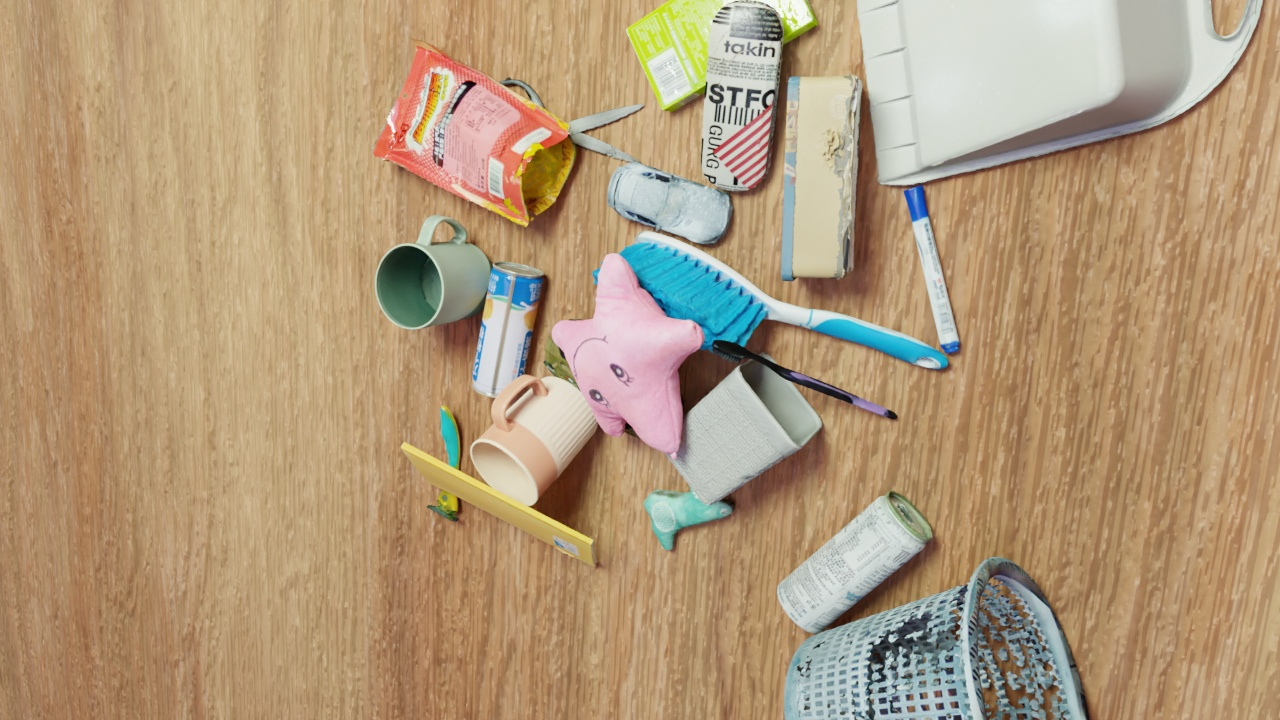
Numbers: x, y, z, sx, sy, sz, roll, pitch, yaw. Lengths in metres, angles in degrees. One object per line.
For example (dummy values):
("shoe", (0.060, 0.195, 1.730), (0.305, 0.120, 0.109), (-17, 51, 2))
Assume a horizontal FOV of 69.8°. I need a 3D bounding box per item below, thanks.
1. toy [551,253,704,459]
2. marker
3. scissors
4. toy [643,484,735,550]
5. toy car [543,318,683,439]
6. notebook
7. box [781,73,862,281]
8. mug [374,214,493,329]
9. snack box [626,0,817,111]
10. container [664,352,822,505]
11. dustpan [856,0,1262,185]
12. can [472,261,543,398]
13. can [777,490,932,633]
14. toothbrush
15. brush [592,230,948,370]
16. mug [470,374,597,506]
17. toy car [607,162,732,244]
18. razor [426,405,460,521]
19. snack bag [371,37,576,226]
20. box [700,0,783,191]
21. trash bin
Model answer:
("toy", (-0.005, 0.005, 0.818), (0.178, 0.074, 0.195), (60, 144, 9))
("marker", (0.252, -0.078, 0.791), (0.017, 0.016, 0.146), (-13, 94, 24))
("scissors", (-0.082, -0.228, 0.911), (0.178, 0.014, 0.159), (-37, 86, 23))
("toy", (0.046, 0.139, 0.909), (0.092, 0.030, 0.096), (-17, 106, 21))
("toy car", (-0.027, 0.020, 0.916), (0.158, 0.042, 0.070), (36, 111, 11))
("notebook", (-0.138, 0.149, 0.924), (0.206, 0.146, 0.010), (26, 71, 8))
("box", (0.154, -0.147, 0.781), (0.060, 0.089, 0.184), (5, 100, 16))
("mug", (-0.202, -0.092, 0.933), (0.082, 0.106, 0.112), (16, 105, 21))
("snack box", (0.071, -0.299, 0.823), (0.157, 0.026, 0.086), (-26, 89, 25))
("container", (0.089, 0.066, 0.849), (0.115, 0.090, 0.090), (-41, 82, 27))
("dustpan", (0.324, -0.272, 0.729), (0.258, 0.142, 0.223), (-1, 100, 53))
("can", (-0.138, -0.031, 0.945), (0.053, 0.053, 0.135), (19, 106, 19))
("can", (0.194, 0.186, 0.840), (0.058, 0.058, 0.147), (46, 113, 10))
("toothbrush", (0.145, 0.020, 0.809), (0.189, 0.014, 0.017), (21, 139, -14))
("brush", (0.111, -0.040, 0.826), (0.315, 0.109, 0.061), (30, 147, 21))
("mug", (-0.106, 0.066, 0.899), (0.082, 0.105, 0.115), (14, 135, 34))
("toy car", (0.027, -0.148, 0.864), (0.121, 0.036, 0.054), (22, 107, 16))
("razor", (-0.214, 0.112, 1.017), (0.043, 0.028, 0.133), (19, 112, 43))
("snack bag", (-0.170, -0.223, 0.908), (0.208, 0.073, 0.129), (30, 106, 21))
("box", (0.087, -0.226, 0.800), (0.070, 0.055, 0.164), (-1, 119, -1))
("trash bin", (0.238, 0.295, 0.771), (0.196, 0.225, 0.226), (-22, 90, 37))
